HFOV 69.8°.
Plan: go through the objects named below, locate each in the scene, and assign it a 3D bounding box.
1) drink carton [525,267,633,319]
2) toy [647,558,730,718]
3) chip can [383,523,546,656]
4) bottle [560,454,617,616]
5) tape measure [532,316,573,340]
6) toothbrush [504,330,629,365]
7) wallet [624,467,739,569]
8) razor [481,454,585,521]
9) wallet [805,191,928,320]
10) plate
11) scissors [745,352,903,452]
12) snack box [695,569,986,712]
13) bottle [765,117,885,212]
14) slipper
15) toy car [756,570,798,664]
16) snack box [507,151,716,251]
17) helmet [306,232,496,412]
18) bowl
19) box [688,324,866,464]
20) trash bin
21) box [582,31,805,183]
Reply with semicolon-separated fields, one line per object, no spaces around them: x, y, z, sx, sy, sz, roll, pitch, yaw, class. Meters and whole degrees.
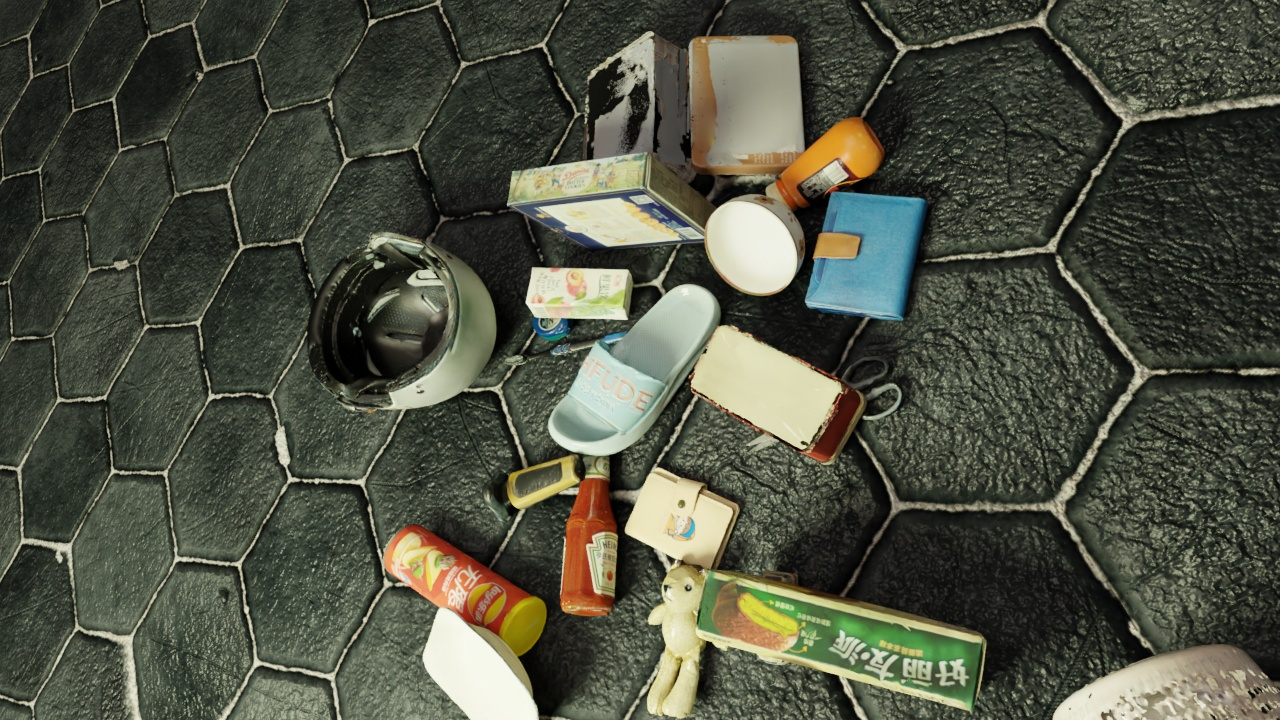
-0.072;-0.080;1.115;0.122;0.045;0.053;2;67;11;drink carton
0.039;0.286;0.941;0.105;0.066;0.157;3;81;47;toy
-0.211;0.267;1.087;0.217;0.073;0.073;23;87;33;chip can
-0.054;0.180;1.034;0.060;0.059;0.205;-9;64;27;bottle
-0.108;-0.052;1.155;0.055;0.025;0.058;-17;57;25;tape measure
-0.090;-0.015;1.140;0.190;0.016;0.014;-12;77;26;toothbrush
0.045;0.171;0.999;0.115;0.024;0.087;21;84;34;wallet
-0.123;0.142;1.060;0.168;0.067;0.062;-25;66;43;razor
0.238;-0.112;0.970;0.106;0.040;0.133;10;79;27;wallet
-0.170;0.350;1.016;0.163;0.034;0.165;42;136;17;plate
0.192;0.062;0.955;0.136;0.014;0.175;34;93;34;scissors
0.178;0.243;0.820;0.240;0.114;0.063;9;80;19;snack box
0.192;-0.204;1.012;0.150;0.066;0.066;-33;61;26;bottle
-0.006;0.006;1.034;0.245;0.074;0.104;-48;57;-6;slipper
0.135;0.256;0.915;0.042;0.035;0.090;-1;77;31;toy car
-0.028;-0.177;1.056;0.183;0.177;0.045;0;79;30;snack box
-0.288;-0.039;1.178;0.275;0.156;0.229;-2;76;40;helmet
0.133;-0.135;1.009;0.114;0.113;0.062;12;40;32;bowl
0.136;0.029;0.949;0.168;0.079;0.091;30;92;38;box
0.407;0.320;0.648;0.228;0.227;0.192;-31;49;18;trash bin
0.056;-0.293;1.091;0.274;0.126;0.178;-7;71;23;box
